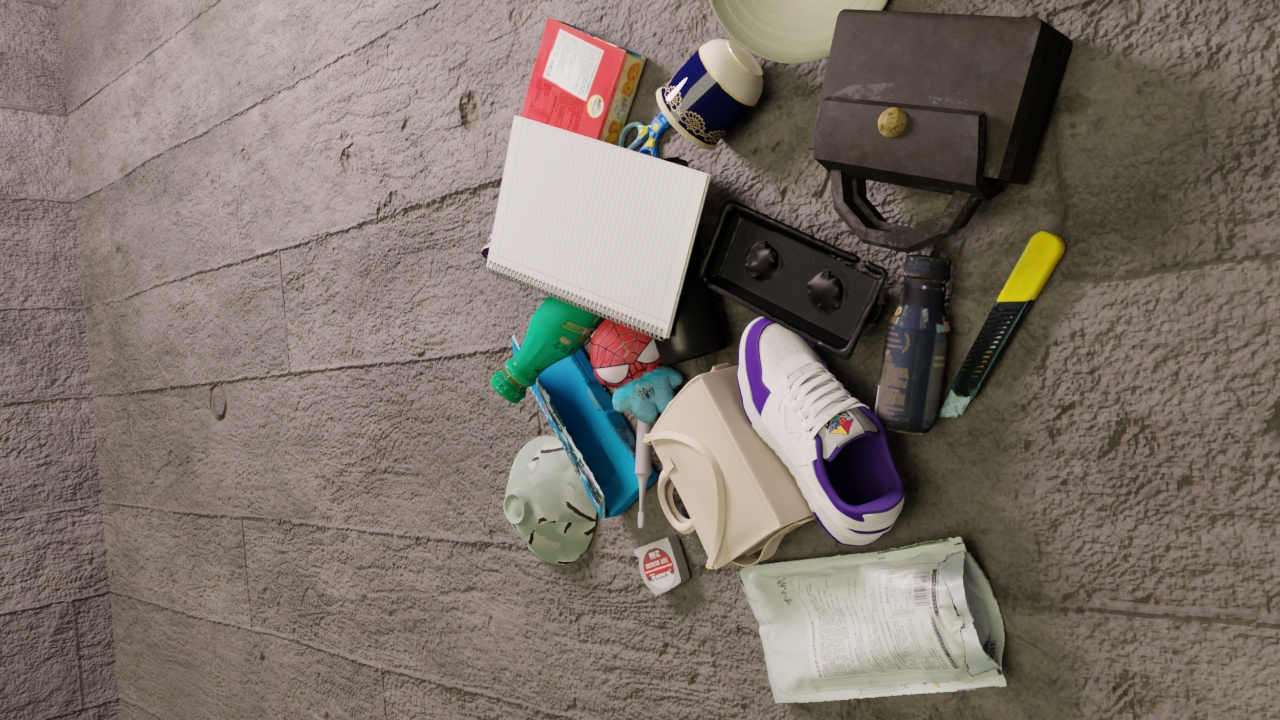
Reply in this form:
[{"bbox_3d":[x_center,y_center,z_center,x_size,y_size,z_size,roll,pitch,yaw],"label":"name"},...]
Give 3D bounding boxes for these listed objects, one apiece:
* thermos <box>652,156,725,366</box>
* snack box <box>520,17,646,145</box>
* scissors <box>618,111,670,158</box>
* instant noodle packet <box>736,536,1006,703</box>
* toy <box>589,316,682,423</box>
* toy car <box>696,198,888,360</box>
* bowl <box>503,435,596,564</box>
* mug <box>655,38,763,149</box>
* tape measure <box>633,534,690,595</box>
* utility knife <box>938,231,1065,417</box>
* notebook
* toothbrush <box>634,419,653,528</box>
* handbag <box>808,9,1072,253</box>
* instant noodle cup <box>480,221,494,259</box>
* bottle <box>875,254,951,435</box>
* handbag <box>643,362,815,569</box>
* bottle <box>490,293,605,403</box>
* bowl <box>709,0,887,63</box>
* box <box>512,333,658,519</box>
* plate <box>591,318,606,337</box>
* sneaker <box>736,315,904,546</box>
[{"bbox_3d":[0.028,-0.108,1.001,0.106,0.105,0.218,-19,86,41],"label":"thermos"},{"bbox_3d":[-0.075,-0.321,1.109,0.145,0.040,0.143,35,115,33],"label":"snack box"},{"bbox_3d":[0.022,-0.262,1.048,0.131,0.022,0.070,-33,70,35],"label":"scissors"},{"bbox_3d":[0.216,0.258,0.901,0.270,0.057,0.146,-24,75,45],"label":"instant noodle packet"},{"bbox_3d":[-0.006,0.006,1.038,0.092,0.062,0.133,-27,80,6],"label":"toy"},{"bbox_3d":[0.158,-0.082,0.902,0.192,0.071,0.094,32,112,35],"label":"toy car"},{"bbox_3d":[-0.139,0.185,1.189,0.174,0.067,0.174,6,99,43],"label":"bowl"},{"bbox_3d":[0.076,-0.291,0.957,0.089,0.085,0.111,-41,41,33],"label":"mug"},{"bbox_3d":[0.026,0.240,1.077,0.060,0.020,0.062,-29,75,39],"label":"tape measure"},{"bbox_3d":[0.312,-0.025,0.804,0.029,0.020,0.188,39,117,34],"label":"utility knife"},{"bbox_3d":[-0.055,-0.143,0.980,0.246,0.013,0.178,23,110,25],"label":"notebook"},{"bbox_3d":[0.005,0.098,1.056,0.018,0.019,0.187,-2,77,22],"label":"toothbrush"},{"bbox_3d":[0.236,-0.197,0.802,0.197,0.102,0.199,20,106,39],"label":"handbag"},{"bbox_3d":[-0.117,-0.179,1.110,0.137,0.121,0.121,-1,77,43],"label":"instant noodle cup"},{"bbox_3d":[0.251,-0.015,0.834,0.056,0.056,0.161,14,103,40],"label":"bottle"},{"bbox_3d":[0.079,0.130,0.985,0.198,0.101,0.194,-48,62,46],"label":"handbag"},{"bbox_3d":[-0.093,-0.039,1.064,0.210,0.068,0.068,-48,61,9],"label":"bottle"},{"bbox_3d":[0.149,-0.377,0.866,0.177,0.057,0.177,3,124,4],"label":"bowl"},{"bbox_3d":[-0.087,0.073,1.121,0.092,0.085,0.243,-49,63,34],"label":"box"},{"bbox_3d":[-0.029,-0.090,1.104,0.157,0.014,0.157,3,94,41],"label":"plate"},{"bbox_3d":[0.168,0.056,0.862,0.244,0.091,0.111,62,169,14],"label":"sneaker"}]
